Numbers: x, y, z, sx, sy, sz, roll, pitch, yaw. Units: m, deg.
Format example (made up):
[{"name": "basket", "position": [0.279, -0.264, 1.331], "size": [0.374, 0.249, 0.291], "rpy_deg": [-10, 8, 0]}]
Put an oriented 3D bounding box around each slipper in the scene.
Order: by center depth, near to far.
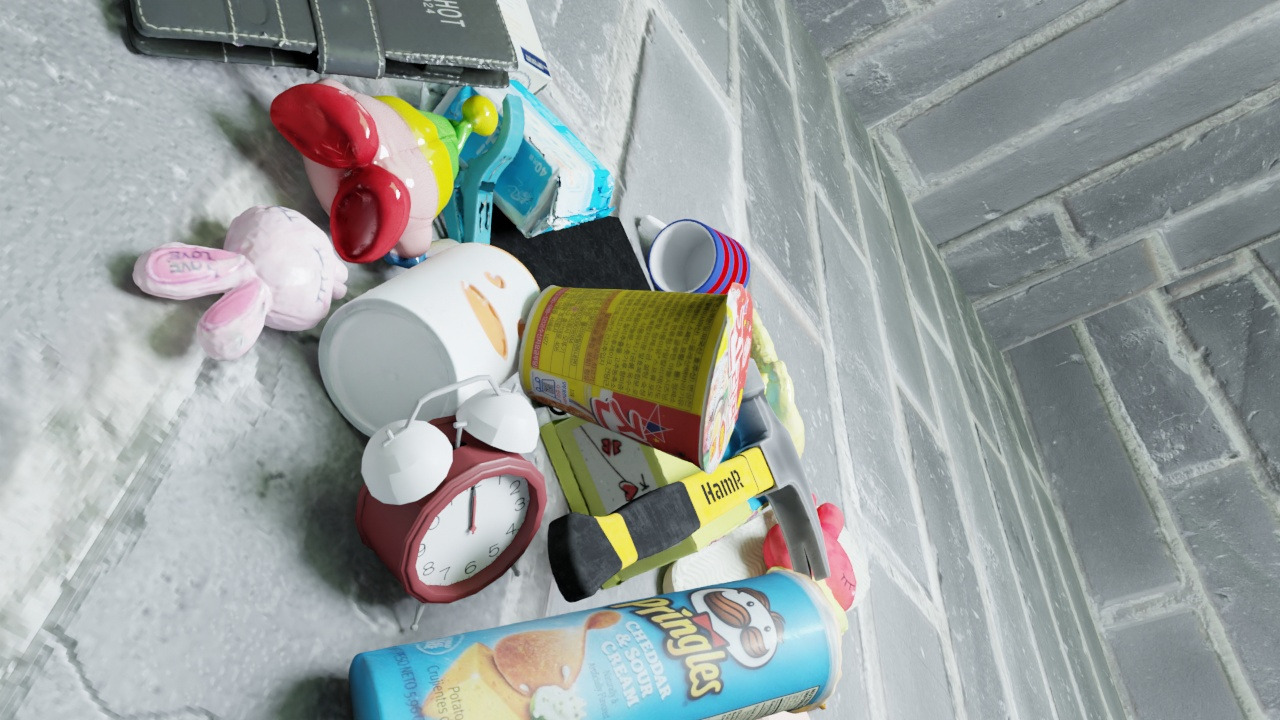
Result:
[{"name": "slipper", "position": [0.105, 0.181, 0.750], "size": [0.272, 0.054, 0.114], "rpy_deg": [1, 60, -52]}]

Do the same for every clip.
[{"name": "clip", "position": [-0.109, -0.131, 0.606], "size": [0.120, 0.119, 0.033], "rpy_deg": [54, 17, 8]}]

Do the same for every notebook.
[{"name": "notebook", "position": [-0.184, -0.231, 0.526], "size": [0.208, 0.030, 0.169], "rpy_deg": [-7, 67, -33]}, {"name": "notebook", "position": [-0.042, -0.046, 0.729], "size": [0.231, 0.019, 0.169], "rpy_deg": [-8, 72, -63]}]

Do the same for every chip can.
[{"name": "chip can", "position": [-0.016, 0.152, 0.433], "size": [0.229, 0.080, 0.079], "rpy_deg": [-3, 65, -29]}]

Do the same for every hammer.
[{"name": "hammer", "position": [0.039, 0.089, 0.567], "size": [0.323, 0.034, 0.170], "rpy_deg": [-8, 74, -63]}]

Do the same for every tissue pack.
[{"name": "tissue pack", "position": [-0.087, -0.147, 0.661], "size": [0.144, 0.062, 0.092], "rpy_deg": [45, 23, 8]}]

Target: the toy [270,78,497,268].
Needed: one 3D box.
[{"name": "toy", "position": [-0.134, -0.112, 0.534], "size": [0.124, 0.097, 0.131], "rpy_deg": [62, 14, -12]}]

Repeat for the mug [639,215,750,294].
[{"name": "mug", "position": [0.046, -0.104, 0.902], "size": [0.112, 0.075, 0.076], "rpy_deg": [45, 17, 26]}]

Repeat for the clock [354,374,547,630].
[{"name": "clock", "position": [-0.088, 0.063, 0.437], "size": [0.087, 0.125, 0.044], "rpy_deg": [-21, 43, -38]}]

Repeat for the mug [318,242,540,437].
[{"name": "mug", "position": [-0.108, -0.012, 0.496], "size": [0.082, 0.082, 0.105], "rpy_deg": [59, 26, -10]}]

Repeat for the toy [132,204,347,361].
[{"name": "toy", "position": [-0.178, -0.040, 0.433], "size": [0.063, 0.047, 0.109], "rpy_deg": [51, 30, -7]}]

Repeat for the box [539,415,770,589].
[{"name": "box", "position": [0.030, 0.077, 0.687], "size": [0.124, 0.079, 0.220], "rpy_deg": [66, 23, 5]}]

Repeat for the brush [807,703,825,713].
[{"name": "brush", "position": [0.141, 0.240, 0.805], "size": [0.048, 0.017, 0.126], "rpy_deg": [48, 30, -30]}]

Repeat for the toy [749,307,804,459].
[{"name": "toy", "position": [0.108, 0.033, 0.839], "size": [0.170, 0.064, 0.155], "rpy_deg": [-112, -169, -48]}]

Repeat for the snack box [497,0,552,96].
[{"name": "snack box", "position": [-0.157, -0.268, 0.672], "size": [0.207, 0.058, 0.104], "rpy_deg": [12, 55, -59]}]

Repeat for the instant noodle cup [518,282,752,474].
[{"name": "instant noodle cup", "position": [-0.003, 0.003, 0.511], "size": [0.100, 0.112, 0.100], "rpy_deg": [11, 89, -74]}]

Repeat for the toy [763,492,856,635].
[{"name": "toy", "position": [0.135, 0.159, 0.718], "size": [0.091, 0.045, 0.134], "rpy_deg": [42, 38, -16]}]

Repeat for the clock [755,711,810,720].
[{"name": "clock", "position": [0.094, 0.260, 0.603], "size": [0.160, 0.086, 0.131], "rpy_deg": [46, 20, -37]}]
